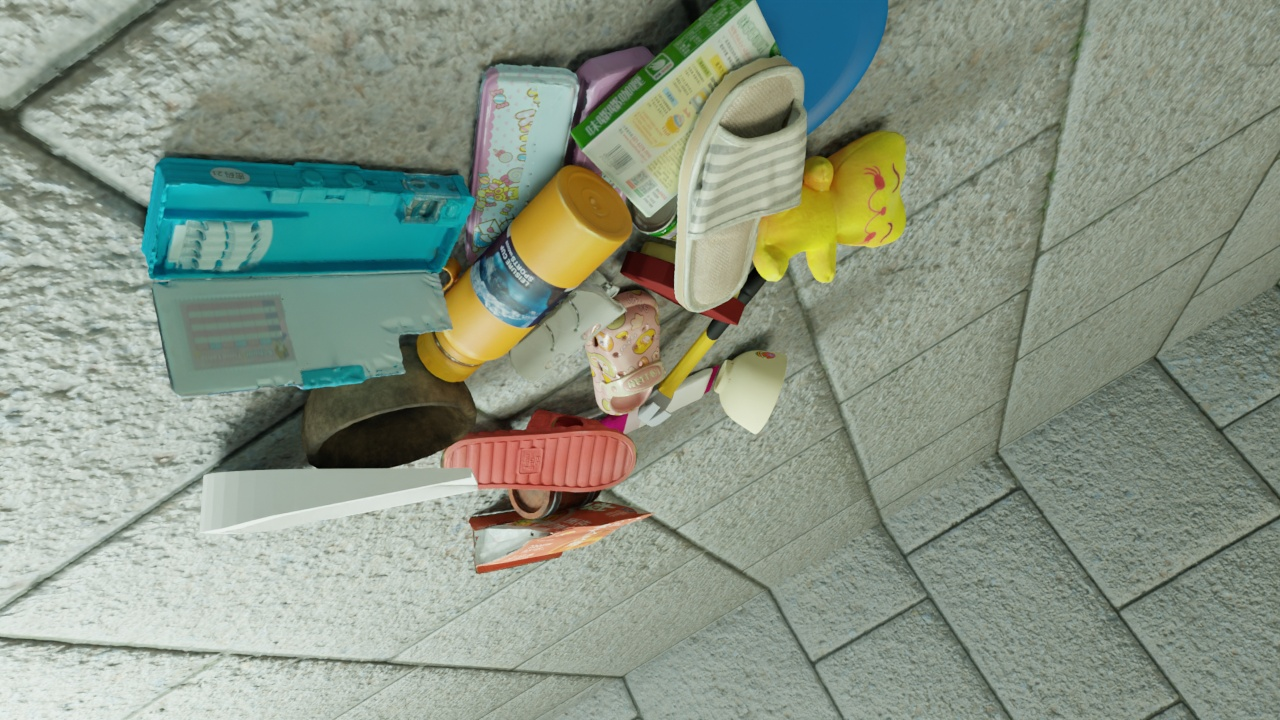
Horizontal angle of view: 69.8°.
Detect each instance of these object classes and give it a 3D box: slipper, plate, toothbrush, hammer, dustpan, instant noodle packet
[{"bbox_3d":[-0.006,0.006,1.048,0.093,0.081,0.198,-26,145,-18],"label":"slipper"},{"bbox_3d":[0.109,-0.253,0.788,0.224,0.024,0.225,-24,153,-13],"label":"plate"},{"bbox_3d":[-0.113,0.088,1.184,0.186,0.012,0.017,-21,166,-19],"label":"toothbrush"},{"bbox_3d":[0.085,-0.136,0.805,0.114,0.054,0.273,-18,147,-22],"label":"slipper"},{"bbox_3d":[0.093,-0.042,1.093,0.324,0.029,0.126,-52,-172,27],"label":"hammer"},{"bbox_3d":[-0.296,0.142,0.912,0.257,0.053,0.192,1,169,-8],"label":"dustpan"},{"bbox_3d":[-0.125,0.110,1.140,0.248,0.059,0.104,2,121,-20],"label":"slipper"},{"bbox_3d":[-0.108,0.238,1.272,0.164,0.084,0.222,0,168,-44],"label":"instant noodle packet"}]

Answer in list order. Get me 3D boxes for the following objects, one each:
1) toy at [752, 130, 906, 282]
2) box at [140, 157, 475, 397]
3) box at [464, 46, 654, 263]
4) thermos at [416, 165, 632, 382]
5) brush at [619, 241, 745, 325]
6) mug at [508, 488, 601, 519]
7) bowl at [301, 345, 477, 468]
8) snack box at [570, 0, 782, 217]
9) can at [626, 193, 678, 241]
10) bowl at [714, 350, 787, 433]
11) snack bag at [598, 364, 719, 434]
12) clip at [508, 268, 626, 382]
[{"bbox_3d":[0.194,-0.159,0.969,0.193,0.087,0.135,-22,123,-20],"label":"toy"},{"bbox_3d":[-0.244,-0.068,0.693,0.226,0.087,0.168,-6,110,-40],"label":"box"},{"bbox_3d":[-0.069,-0.159,0.764,0.151,0.040,0.215,-13,149,-23],"label":"box"},{"bbox_3d":[-0.112,-0.071,0.787,0.233,0.091,0.076,-39,168,35],"label":"thermos"},{"bbox_3d":[0.051,-0.083,0.975,0.173,0.082,0.042,22,89,-58],"label":"brush"},{"bbox_3d":[-0.106,0.153,1.246,0.111,0.081,0.117,-1,118,-51],"label":"mug"},{"bbox_3d":[-0.244,0.045,0.880,0.162,0.070,0.162,-18,160,-7],"label":"bowl"},{"bbox_3d":[0.039,-0.201,0.739,0.168,0.027,0.132,-39,153,10],"label":"snack box"},{"bbox_3d":[0.050,-0.144,0.873,0.120,0.067,0.067,5,137,-49],"label":"can"},{"bbox_3d":[0.144,0.033,1.267,0.074,0.117,0.118,21,140,-3],"label":"bowl"},{"bbox_3d":[0.022,0.060,1.256,0.196,0.016,0.070,-24,154,-23],"label":"snack bag"},{"bbox_3d":[-0.086,-0.038,0.912,0.127,0.105,0.151,-39,163,12],"label":"clip"}]
